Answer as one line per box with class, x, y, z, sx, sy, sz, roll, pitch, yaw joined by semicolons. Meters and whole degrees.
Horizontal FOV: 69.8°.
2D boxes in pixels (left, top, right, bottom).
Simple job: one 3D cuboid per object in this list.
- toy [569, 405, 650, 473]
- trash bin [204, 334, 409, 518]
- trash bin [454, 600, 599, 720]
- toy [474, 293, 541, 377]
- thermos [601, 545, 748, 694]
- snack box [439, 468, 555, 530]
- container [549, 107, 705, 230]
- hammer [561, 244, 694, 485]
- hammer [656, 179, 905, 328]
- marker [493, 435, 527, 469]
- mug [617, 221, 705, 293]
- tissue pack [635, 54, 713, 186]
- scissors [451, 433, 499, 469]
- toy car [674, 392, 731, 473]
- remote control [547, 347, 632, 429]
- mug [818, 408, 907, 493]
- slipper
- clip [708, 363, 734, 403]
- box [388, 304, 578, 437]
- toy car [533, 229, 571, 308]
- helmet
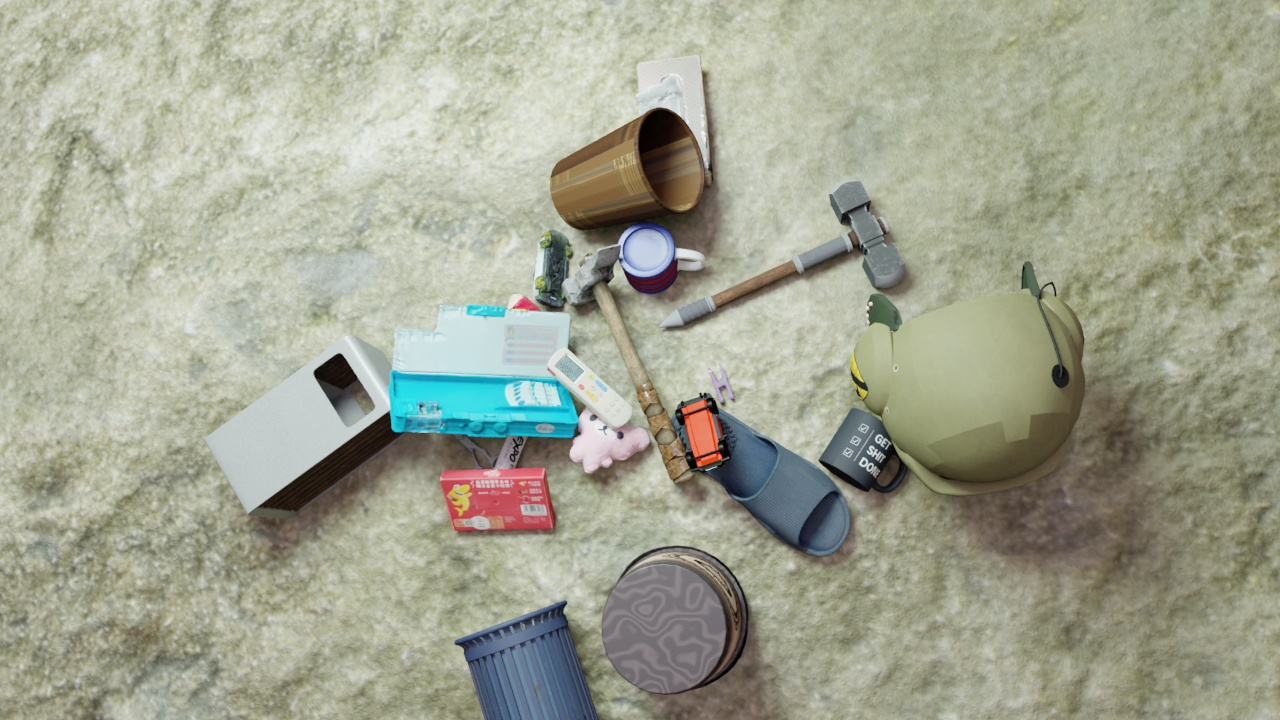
toy;-0.049;0.102;1.173;0.099;0.053;0.095;37;59;13
trash bin;-0.418;0.089;1.194;0.229;0.114;0.114;-36;76;-2
trash bin;-0.114;0.425;1.074;0.139;0.139;0.249;-21;78;2
toy;-0.178;-0.017;1.216;0.105;0.067;0.137;43;94;5
thermos;0.036;0.294;1.035;0.173;0.226;0.172;-1;78;7
snack box;-0.180;0.177;1.166;0.133;0.089;0.021;-2;33;7
container;-0.023;-0.235;1.182;0.168;0.132;0.132;-10;74;40
hammer;-0.007;0.007;1.165;0.048;0.122;0.318;-18;78;-31
hammer;0.172;-0.110;1.204;0.322;0.043;0.156;-24;76;4
marker;-0.164;0.108;1.198;0.025;0.025;0.125;18;74;10
mug;0.029;-0.133;1.205;0.112;0.076;0.075;2;78;7
tissue pack;0.041;-0.326;1.253;0.104;0.071;0.181;-5;81;5
scissors;-0.222;0.105;1.219;0.090;0.014;0.171;-27;78;-1
toy car;0.078;0.089;1.115;0.051;0.049;0.100;-21;59;14
remote control;-0.063;0.036;1.152;0.125;0.018;0.038;42;58;1
mug;0.282;0.119;1.129;0.105;0.071;0.077;36;84;-14
slipper;0.147;0.136;1.131;0.263;0.082;0.101;37;84;14
clip;0.101;0.032;1.194;0.037;0.013;0.053;-35;79;0
box;-0.198;0.020;1.155;0.227;0.084;0.172;3;68;-22
toy car;-0.122;-0.123;1.239;0.033;0.048;0.105;-4;76;41
helmet;0.367;0.031;1.023;0.250;0.256;0.232;-12;72;3
